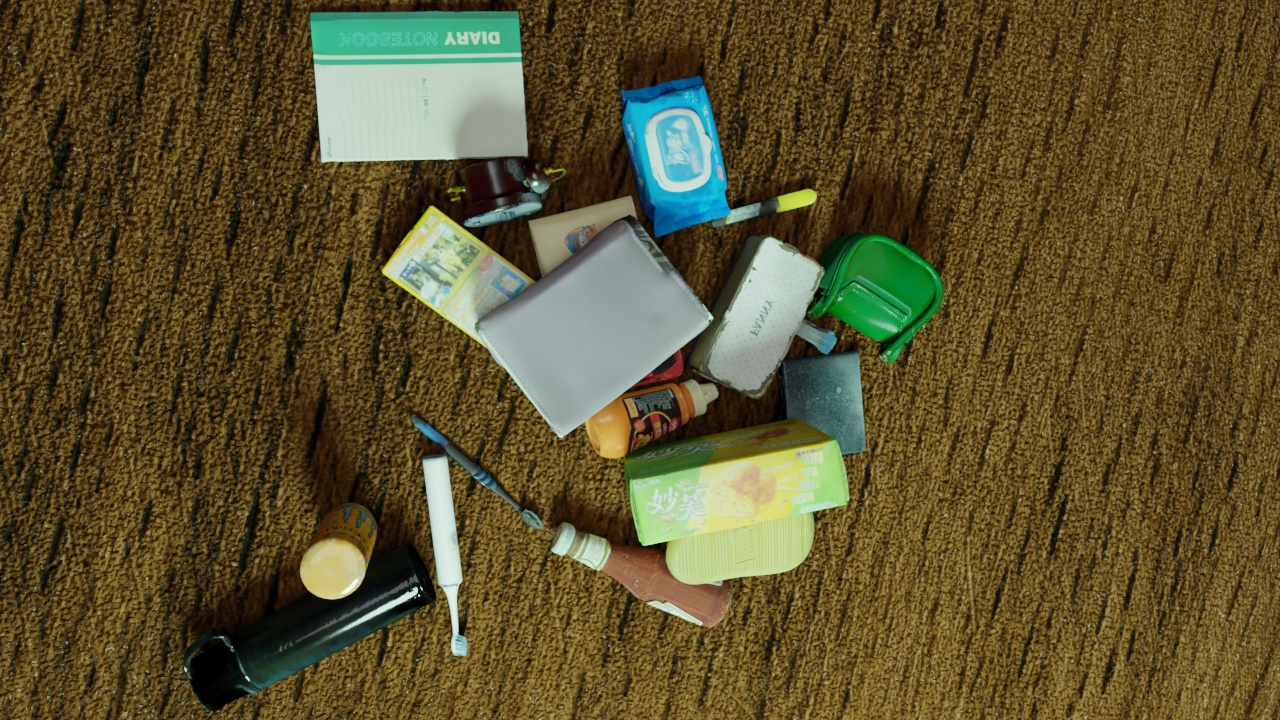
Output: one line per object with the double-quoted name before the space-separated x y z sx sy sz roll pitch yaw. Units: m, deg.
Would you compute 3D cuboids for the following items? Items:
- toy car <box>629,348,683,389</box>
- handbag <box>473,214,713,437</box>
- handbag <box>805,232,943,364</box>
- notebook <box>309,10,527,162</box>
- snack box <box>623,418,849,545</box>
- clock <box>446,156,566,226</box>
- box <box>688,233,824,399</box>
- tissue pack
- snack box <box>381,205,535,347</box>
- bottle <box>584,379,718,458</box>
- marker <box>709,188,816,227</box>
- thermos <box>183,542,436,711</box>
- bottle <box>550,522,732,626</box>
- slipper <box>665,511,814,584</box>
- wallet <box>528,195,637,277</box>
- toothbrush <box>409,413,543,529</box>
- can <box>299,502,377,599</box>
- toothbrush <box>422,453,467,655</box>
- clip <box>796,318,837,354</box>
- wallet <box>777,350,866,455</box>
"toy car" -0.006 0.006 1.000 0.106 0.031 0.049 -12 96 -8
"handbag" -0.050 -0.036 0.935 0.197 0.098 0.145 -37 101 -8
"handbag" 0.260 -0.074 1.024 0.131 0.068 0.120 29 90 -12
"notebook" -0.224 -0.281 0.940 0.209 0.012 0.150 -4 95 -10
"snack box" 0.090 0.120 0.952 0.210 0.157 0.070 -10 95 -3
"clock" -0.133 -0.174 0.932 0.122 0.082 0.055 -15 92 -7
"box" 0.129 -0.054 1.007 0.089 0.060 0.184 28 87 -13
"tissue pack" 0.039 -0.217 0.975 0.095 0.052 0.157 -15 98 -9
"snack box" -0.186 -0.085 0.955 0.140 0.034 0.087 36 88 -14
"bottle" 0.016 0.056 0.996 0.149 0.067 0.067 -19 98 -16
"marker" 0.135 -0.169 1.019 0.124 0.015 0.018 -15 97 -6
"thermos" -0.337 0.267 0.933 0.242 0.068 0.090 -26 134 -8
"bottle" 0.001 0.231 1.008 0.206 0.060 0.060 25 90 -12
"slipper" 0.103 0.188 1.010 0.190 0.082 0.092 -6 105 -28
"wallet" -0.054 -0.121 0.982 0.115 0.024 0.087 -16 101 -11
"toothbrush" -0.175 0.120 0.985 0.189 0.016 0.014 43 78 -11
"can" -0.293 0.183 0.900 0.058 0.146 0.058 -1 95 -11
"toothbrush" -0.207 0.210 0.981 0.026 0.026 0.221 -2 97 31
"clip" 0.192 -0.032 1.037 0.058 0.044 0.027 27 116 -8
"wallet" 0.209 0.053 1.050 0.097 0.019 0.121 -6 95 -11
